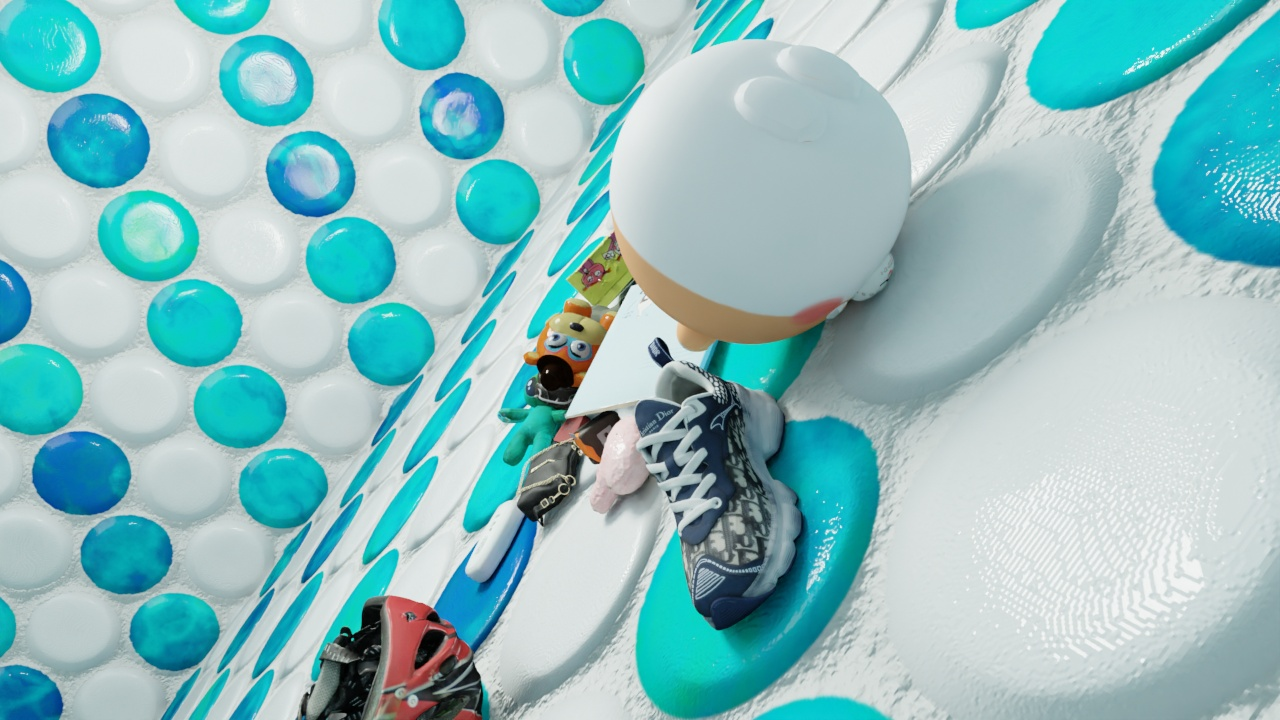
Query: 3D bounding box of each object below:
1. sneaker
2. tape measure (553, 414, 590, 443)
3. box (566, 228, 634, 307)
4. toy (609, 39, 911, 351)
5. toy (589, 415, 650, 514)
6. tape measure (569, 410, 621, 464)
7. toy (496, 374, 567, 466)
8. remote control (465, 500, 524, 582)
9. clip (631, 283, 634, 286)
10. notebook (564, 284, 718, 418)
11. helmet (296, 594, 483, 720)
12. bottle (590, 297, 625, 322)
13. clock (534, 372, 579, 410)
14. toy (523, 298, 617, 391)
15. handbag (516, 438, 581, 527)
[{"bbox_3d":[0.045,0.085,0.727,0.103,0.132,0.268,-42,22,27],"label":"sneaker"},{"bbox_3d":[-0.087,0.094,1.233,0.051,0.019,0.059,-55,23,-14],"label":"tape measure"},{"bbox_3d":[-0.005,-0.184,1.426,0.221,0.080,0.124,-43,3,21],"label":"box"},{"bbox_3d":[0.105,-0.138,0.825,0.262,0.266,0.281,-47,-18,-37],"label":"toy"},{"bbox_3d":[-0.022,0.113,0.984,0.105,0.053,0.108,-55,14,32],"label":"toy"},{"bbox_3d":[-0.039,0.092,1.048,0.058,0.059,0.038,-35,12,-19],"label":"tape measure"},{"bbox_3d":[-0.136,0.077,1.321,0.131,0.072,0.192,4,51,22],"label":"toy"},{"bbox_3d":[-0.190,0.236,1.203,0.060,0.028,0.114,-30,29,51],"label":"remote control"},{"bbox_3d":[0.008,-0.100,1.357,0.103,0.027,0.120,-50,18,2],"label":"clip"},{"bbox_3d":[0.025,-0.034,1.084,0.181,0.009,0.252,-14,34,32],"label":"notebook"},{"bbox_3d":[-0.240,0.345,0.885,0.272,0.167,0.217,171,119,-73],"label":"helmet"},{"bbox_3d":[-0.077,-0.036,1.371,0.207,0.071,0.071,-34,26,47],"label":"bottle"},{"bbox_3d":[-0.098,0.035,1.268,0.122,0.091,0.044,-60,-24,-51],"label":"clock"},{"bbox_3d":[-0.086,-0.017,1.230,0.096,0.112,0.175,99,-166,-49],"label":"toy"},{"bbox_3d":[-0.108,0.147,1.150,0.079,0.054,0.128,-34,20,20],"label":"handbag"}]
